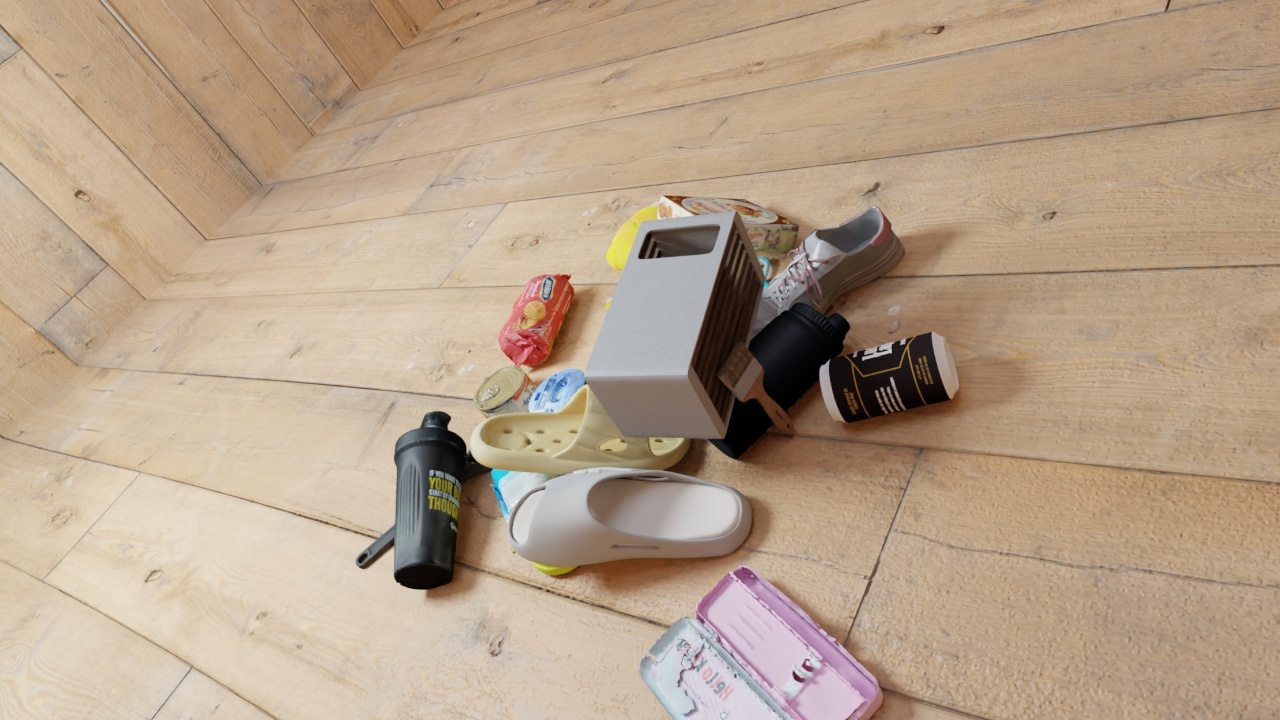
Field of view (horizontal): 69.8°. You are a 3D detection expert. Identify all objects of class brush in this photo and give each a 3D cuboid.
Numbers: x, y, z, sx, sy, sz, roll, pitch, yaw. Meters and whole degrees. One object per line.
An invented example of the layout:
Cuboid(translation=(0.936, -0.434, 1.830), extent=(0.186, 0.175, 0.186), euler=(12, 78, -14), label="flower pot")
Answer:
Cuboid(translation=(0.131, 0.039, 0.976), extent=(0.008, 0.143, 0.045), euler=(15, 66, 49), label="brush")

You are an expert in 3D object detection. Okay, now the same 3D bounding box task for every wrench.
Cuboid(translation=(-0.278, 0.187, 1.248), extent=(0.273, 0.018, 0.073), euler=(-41, 37, -6), label="wrench")

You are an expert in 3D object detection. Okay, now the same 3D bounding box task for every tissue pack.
Cuboid(translation=(-0.111, 0.141, 1.125), extent=(0.144, 0.062, 0.093), euler=(-37, 39, -1), label="tissue pack")

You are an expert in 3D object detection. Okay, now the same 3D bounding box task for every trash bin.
Cuboid(translation=(0.044, -0.039, 0.998), extent=(0.115, 0.114, 0.228), euler=(-1, 52, 28), label="trash bin")

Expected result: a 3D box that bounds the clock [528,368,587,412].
Cuboid(translation=(-0.087, 0.055, 1.215), extent=(0.126, 0.052, 0.088), euler=(-10, 42, 31), label="clock")

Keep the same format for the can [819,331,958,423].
Cuboid(translation=(0.259, 0.019, 0.957), extent=(0.129, 0.072, 0.071), euler=(-16, 39, 25), label="can")

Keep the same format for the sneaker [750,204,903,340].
Cuboid(translation=(0.211, -0.110, 1.126), extent=(0.236, 0.089, 0.099), euler=(-37, 42, -3), label="sneaker")

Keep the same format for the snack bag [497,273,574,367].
Cuboid(translation=(-0.158, -0.065, 1.393), extent=(0.082, 0.082, 0.176), euler=(-12, 40, 29), label="snack bag")

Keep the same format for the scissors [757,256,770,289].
Cuboid(translation=(0.178, -0.095, 1.211), extent=(0.118, 0.013, 0.139), euler=(-9, 43, 26), label="scissors")

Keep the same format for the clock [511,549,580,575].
Cuboid(translation=(-0.084, 0.197, 1.044), extent=(0.119, 0.057, 0.083), euler=(-8, 42, 23), label="clock")

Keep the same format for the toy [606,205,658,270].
Cuboid(translation=(0.020, -0.162, 1.355), extent=(0.134, 0.087, 0.194), euler=(-40, 36, -1), label="toy")

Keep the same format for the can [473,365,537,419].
Cuboid(translation=(-0.193, 0.051, 1.314), extent=(0.086, 0.043, 0.086), euler=(-22, 36, 17), label="can")

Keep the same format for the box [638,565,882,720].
Cuboid(translation=(0.098, 0.282, 0.813), extent=(0.152, 0.037, 0.201), euler=(-44, 36, -8), label="box")

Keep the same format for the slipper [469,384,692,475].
Cuboid(translation=(-0.068, 0.078, 1.064), extent=(0.261, 0.079, 0.111), euler=(-2, 38, -3), label="slipper")

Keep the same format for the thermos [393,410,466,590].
Cuboid(translation=(-0.273, 0.179, 1.176), extent=(0.098, 0.098, 0.220), euler=(-22, 49, 17), label="thermos")

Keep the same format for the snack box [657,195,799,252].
Cuboid(translation=(0.120, -0.190, 1.274), extent=(0.146, 0.041, 0.143), euler=(-3, 25, -27), label="snack box")

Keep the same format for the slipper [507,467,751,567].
Cuboid(translation=(-0.019, 0.153, 0.965), extent=(0.266, 0.081, 0.112), euler=(-1, 51, 14), label="slipper")

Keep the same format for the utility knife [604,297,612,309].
Cuboid(translation=(-0.011, -0.070, 1.331), extent=(0.030, 0.017, 0.159), euler=(-39, 36, -15), label="utility knife")

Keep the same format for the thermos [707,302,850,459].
Cuboid(translation=(0.149, 0.013, 1.041), extent=(0.198, 0.086, 0.086), euler=(-43, 36, -11), label="thermos")
